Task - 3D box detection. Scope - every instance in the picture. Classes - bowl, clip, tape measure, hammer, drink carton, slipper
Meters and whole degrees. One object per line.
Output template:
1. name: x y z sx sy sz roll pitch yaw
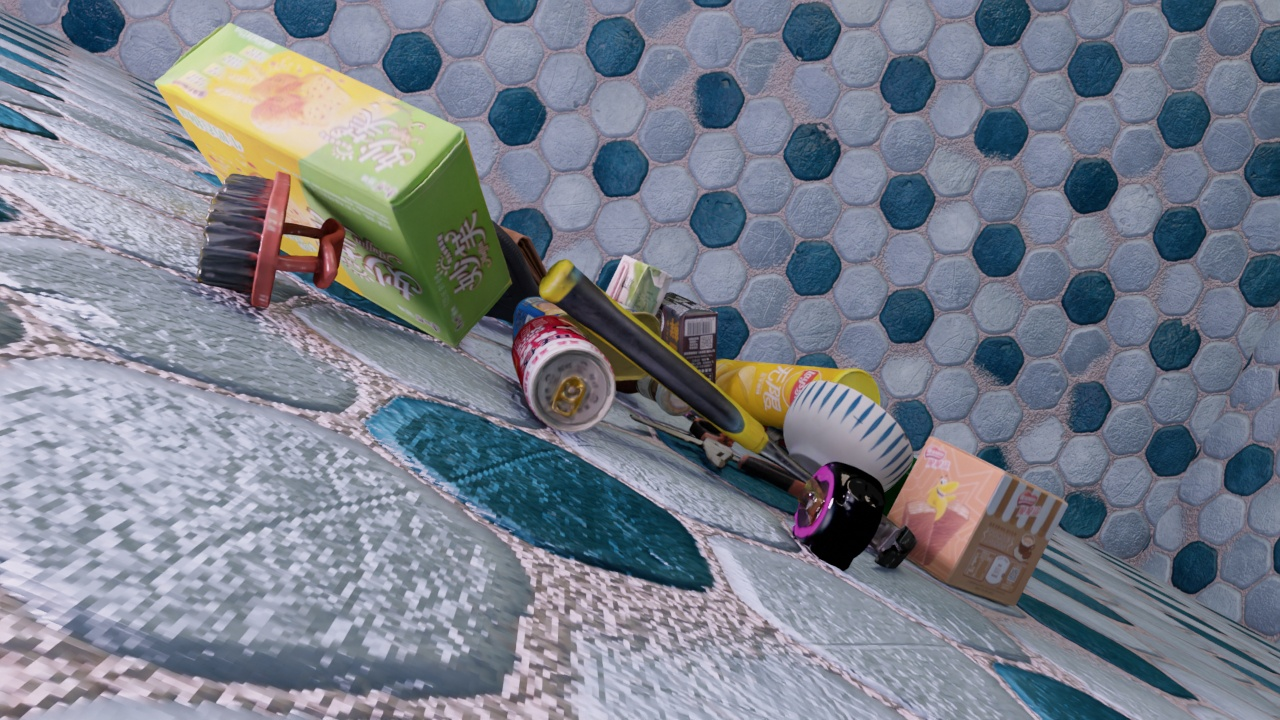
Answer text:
1. bowl: 0.173 0.081 0.812 0.116 0.066 0.117 36 -24 19
2. clip: 0.142 0.088 1.011 0.027 0.043 0.058 30 9 20
3. tape measure: 0.118 0.090 0.552 0.039 0.057 0.057 25 13 -6
4. hammer: 0.066 0.041 0.618 0.323 0.032 0.126 38 2 -18
5. drink carton: -0.018 -0.048 0.981 0.045 0.122 0.053 21 7 -37
6. slipper: -0.157 -0.074 0.841 0.111 0.083 0.268 31 -13 24

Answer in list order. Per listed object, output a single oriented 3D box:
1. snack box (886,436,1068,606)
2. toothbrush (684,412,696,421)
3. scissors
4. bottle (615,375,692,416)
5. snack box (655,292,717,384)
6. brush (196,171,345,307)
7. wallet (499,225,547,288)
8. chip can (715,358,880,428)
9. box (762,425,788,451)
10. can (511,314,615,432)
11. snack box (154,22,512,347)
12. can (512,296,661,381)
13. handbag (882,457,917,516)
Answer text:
1. snack box: 0.261 0.127 0.725 0.092 0.094 0.077 23 5 -33
2. toothbrush: 0.017 0.028 0.990 0.014 0.018 0.189 13 11 -28
3. scissors: 0.070 0.074 0.752 0.225 0.015 0.189 25 5 -28
4. bottle: -0.005 0.005 0.832 0.059 0.060 0.206 24 4 -26
5. snack box: 0.043 -0.003 1.006 0.053 0.126 0.113 -5 17 -22
6. brush: -0.196 -0.065 0.498 0.069 0.063 0.146 10 11 -22
7. wallet: -0.130 -0.098 0.906 0.101 0.020 0.115 26 -21 34
8. chip can: 0.149 0.037 0.963 0.072 0.072 0.214 24 -9 -31
9. box: 0.189 0.082 1.075 0.154 0.074 0.201 40 -5 -36
10. can: -0.051 0.005 0.582 0.053 0.053 0.133 25 4 -15
11. snack box: -0.200 -0.116 0.620 0.210 0.069 0.158 28 -25 20
12. can: -0.047 -0.020 0.761 0.102 0.057 0.083 -2 16 -27
13. handbag: 0.268 0.132 0.885 0.131 0.068 0.120 30 5 40
